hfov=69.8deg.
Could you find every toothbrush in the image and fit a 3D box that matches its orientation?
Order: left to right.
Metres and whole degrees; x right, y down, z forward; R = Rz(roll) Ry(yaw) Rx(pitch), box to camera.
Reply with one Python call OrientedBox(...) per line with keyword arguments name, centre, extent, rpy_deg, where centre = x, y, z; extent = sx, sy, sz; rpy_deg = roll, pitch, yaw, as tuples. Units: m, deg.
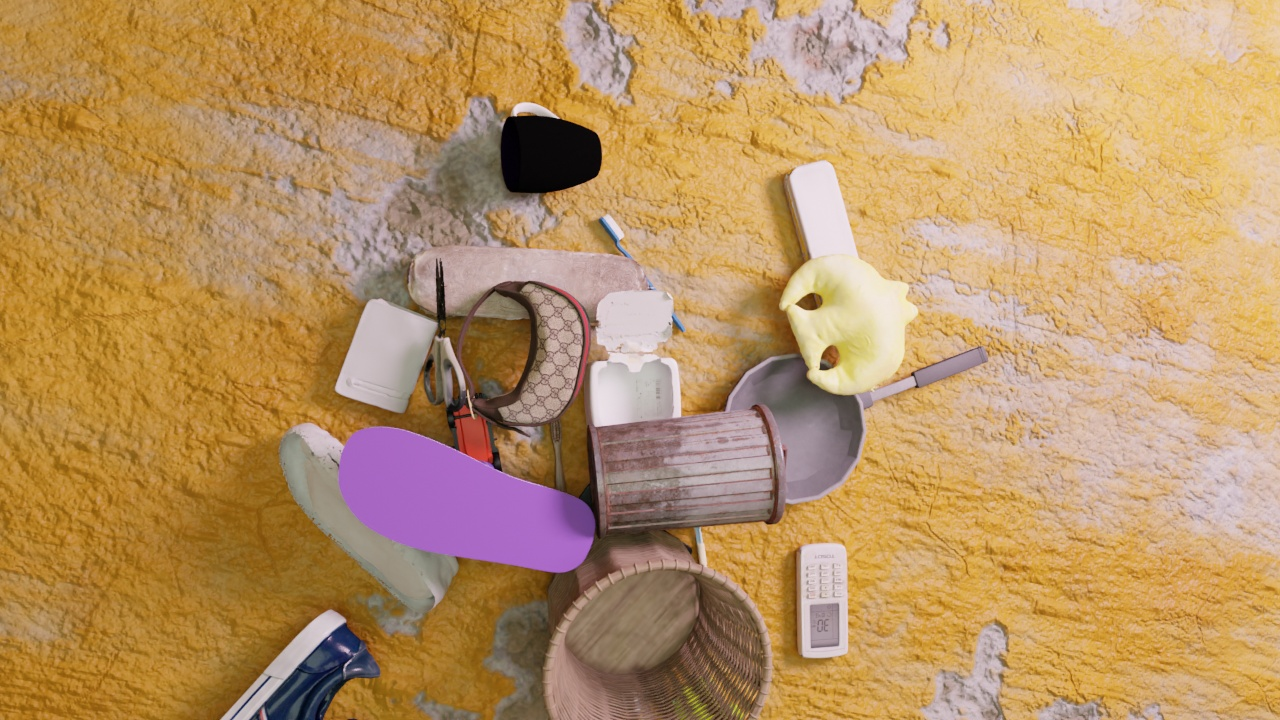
OrientedBox(name="toothbrush", centre=(-0.093, 0.148, 1.064), extent=(0.016, 0.016, 0.167), rpy_deg=(-4, 91, -12))
OrientedBox(name="toothbrush", centre=(0.005, -0.103, 1.084), extent=(0.014, 0.016, 0.166), rpy_deg=(-39, 96, -12))
OrientedBox(name="toothbrush", centre=(0.077, 0.262, 1.093), extent=(0.022, 0.016, 0.155), rpy_deg=(-9, 91, 23))

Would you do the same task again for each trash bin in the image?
OrientedBox(name="trash bin", centre=(0.054, 0.120, 0.990), extent=(0.211, 0.131, 0.131), rpy_deg=(-5, 90, -7))

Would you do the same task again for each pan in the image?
OrientedBox(name="pan", centre=(0.262, 0.051, 1.115), extent=(0.357, 0.041, 0.178), rpy_deg=(-20, 93, -10))

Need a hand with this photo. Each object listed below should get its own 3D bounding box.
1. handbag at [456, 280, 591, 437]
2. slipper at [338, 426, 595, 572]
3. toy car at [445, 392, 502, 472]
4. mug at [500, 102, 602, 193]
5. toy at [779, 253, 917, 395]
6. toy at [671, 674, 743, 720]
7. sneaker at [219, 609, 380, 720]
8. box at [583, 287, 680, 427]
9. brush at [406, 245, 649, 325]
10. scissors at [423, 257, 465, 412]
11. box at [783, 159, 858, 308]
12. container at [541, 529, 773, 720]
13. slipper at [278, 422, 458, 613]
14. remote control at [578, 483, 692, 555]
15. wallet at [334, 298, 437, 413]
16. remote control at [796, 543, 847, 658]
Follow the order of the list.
OrientedBox(name="handbag", centre=(-0.129, -0.004, 0.994), extent=(0.138, 0.063, 0.166), rpy_deg=(12, 94, 3))
OrientedBox(name="slipper", centre=(-0.183, 0.149, 0.963), extent=(0.266, 0.084, 0.107), rpy_deg=(19, 83, -12))
OrientedBox(name="toy car", centre=(-0.187, 0.086, 1.031), extent=(0.051, 0.049, 0.100), rpy_deg=(-10, 91, -10))
OrientedBox(name="mug", centre=(-0.103, -0.246, 1.042), extent=(0.100, 0.085, 0.118), rpy_deg=(-5, 60, -23))
OrientedBox(name="toy", centre=(0.247, -0.045, 1.069), extent=(0.154, 0.065, 0.170), rpy_deg=(-20, 88, -9))
OrientedBox(name="toy", centre=(0.077, 0.417, 1.082), extent=(0.093, 0.036, 0.094), rpy_deg=(15, 93, -15))
OrientedBox(name="sneaker", centre=(-0.387, 0.414, 0.966), extent=(0.127, 0.121, 0.294), rpy_deg=(42, 80, 6))
OrientedBox(name="box", centre=(-0.009, 0.005, 1.051), extent=(0.110, 0.083, 0.190), rpy_deg=(-4, 107, -12))
OrientedBox(name="brush", centre=(-0.127, -0.084, 1.039), extent=(0.271, 0.057, 0.083), rpy_deg=(2, 91, -10))
OrientedBox(name="scissors", centre=(-0.221, -0.025, 0.996), extent=(0.012, 0.132, 0.169), rpy_deg=(-12, 77, -41))
OrientedBox(name="box", centre=(0.227, -0.138, 1.118), extent=(0.064, 0.033, 0.209), rpy_deg=(-16, 93, -12))
OrientedBox(name="container", centre=(0.002, 0.290, 0.976), extent=(0.226, 0.196, 0.227), rpy_deg=(-1, 97, -10))
OrientedBox(name="slipper", centre=(-0.294, 0.164, 1.000), extent=(0.112, 0.074, 0.247), rpy_deg=(-41, 95, 23))
OrientedBox(name="remote control", centre=(-0.009, 0.199, 1.077), extent=(0.152, 0.020, 0.041), rpy_deg=(35, 83, -9))
OrientedBox(name="wallet", centre=(-0.283, -0.005, 1.023), extent=(0.086, 0.032, 0.116), rpy_deg=(25, 94, -13))
OrientedBox(name="remote control", centre=(0.220, 0.291, 1.113), extent=(0.060, 0.025, 0.138), rpy_deg=(-1, 89, -10))
